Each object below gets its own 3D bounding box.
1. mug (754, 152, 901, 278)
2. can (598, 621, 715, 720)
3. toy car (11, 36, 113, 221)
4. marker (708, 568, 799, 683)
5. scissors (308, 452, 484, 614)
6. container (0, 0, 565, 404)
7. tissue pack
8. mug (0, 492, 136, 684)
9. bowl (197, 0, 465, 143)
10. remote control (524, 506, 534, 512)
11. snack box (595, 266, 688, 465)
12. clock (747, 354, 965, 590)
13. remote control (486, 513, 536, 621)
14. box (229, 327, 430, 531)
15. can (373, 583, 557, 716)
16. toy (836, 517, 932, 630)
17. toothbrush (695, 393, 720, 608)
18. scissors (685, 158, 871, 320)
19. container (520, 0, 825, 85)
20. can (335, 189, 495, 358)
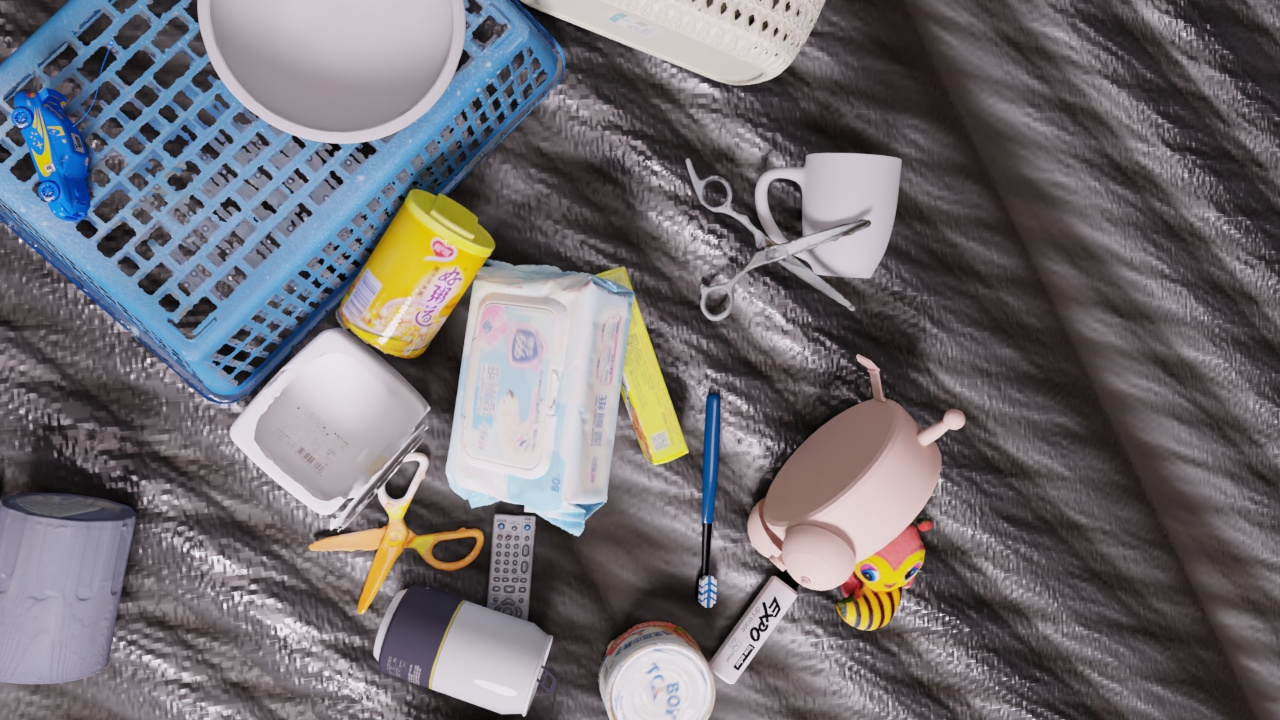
[{"bbox_3d":[0.141,-0.111,0.704,0.107,0.071,0.089,4,98,6],"label":"mug"},{"bbox_3d":[0.013,0.248,0.702,0.086,0.043,0.086,-1,94,-10],"label":"can"},{"bbox_3d":[-0.321,-0.134,0.533,0.062,0.033,0.092,-18,95,-3],"label":"toy car"},{"bbox_3d":[0.100,0.198,0.726,0.025,0.025,0.126,38,85,-10],"label":"marker"},{"bbox_3d":[-0.179,0.123,0.676,0.125,0.011,0.127,-5,92,-12],"label":"scissors"},{"bbox_3d":[-0.252,-0.177,0.610,0.257,0.089,0.362,44,84,-9],"label":"container"},{"bbox_3d":[-0.073,0.024,0.642,0.112,0.070,0.182,8,89,28],"label":"tissue pack"},{"bbox_3d":[-0.404,0.142,0.606,0.124,0.083,0.104,12,89,16],"label":"mug"},{"bbox_3d":[-0.182,-0.202,0.553,0.149,0.043,0.149,0,92,-11],"label":"bowl"},{"bbox_3d":[-0.067,0.054,0.694,0.028,0.012,0.124,7,91,-11],"label":"remote control"},{"bbox_3d":[-0.004,0.004,0.690,0.029,0.040,0.148,-20,96,-10],"label":"snack box"},{"bbox_3d":[0.145,0.085,0.675,0.086,0.131,0.160,38,86,-10],"label":"clock"},{"bbox_3d":[-0.100,0.184,0.692,0.033,0.013,0.136,5,91,-11],"label":"remote control"},{"bbox_3d":[-0.199,0.053,0.607,0.126,0.137,0.108,44,86,-8],"label":"box"},{"bbox_3d":[-0.119,0.207,0.651,0.127,0.064,0.064,18,89,3],"label":"can"},{"bbox_3d":[0.192,0.165,0.732,0.084,0.046,0.103,13,100,-33],"label":"toy"},{"bbox_3d":[0.054,0.109,0.719,0.014,0.014,0.167,2,92,-22],"label":"toothbrush"},{"bbox_3d":[0.091,-0.092,0.692,0.142,0.014,0.173,-39,80,22],"label":"scissors"},{"bbox_3d":[0.021,-0.289,0.618,0.246,0.184,0.143,19,98,-11],"label":"container"},{"bbox_3d":[-0.154,-0.059,0.631,0.067,0.067,0.105,34,105,-10],"label":"can"}]
